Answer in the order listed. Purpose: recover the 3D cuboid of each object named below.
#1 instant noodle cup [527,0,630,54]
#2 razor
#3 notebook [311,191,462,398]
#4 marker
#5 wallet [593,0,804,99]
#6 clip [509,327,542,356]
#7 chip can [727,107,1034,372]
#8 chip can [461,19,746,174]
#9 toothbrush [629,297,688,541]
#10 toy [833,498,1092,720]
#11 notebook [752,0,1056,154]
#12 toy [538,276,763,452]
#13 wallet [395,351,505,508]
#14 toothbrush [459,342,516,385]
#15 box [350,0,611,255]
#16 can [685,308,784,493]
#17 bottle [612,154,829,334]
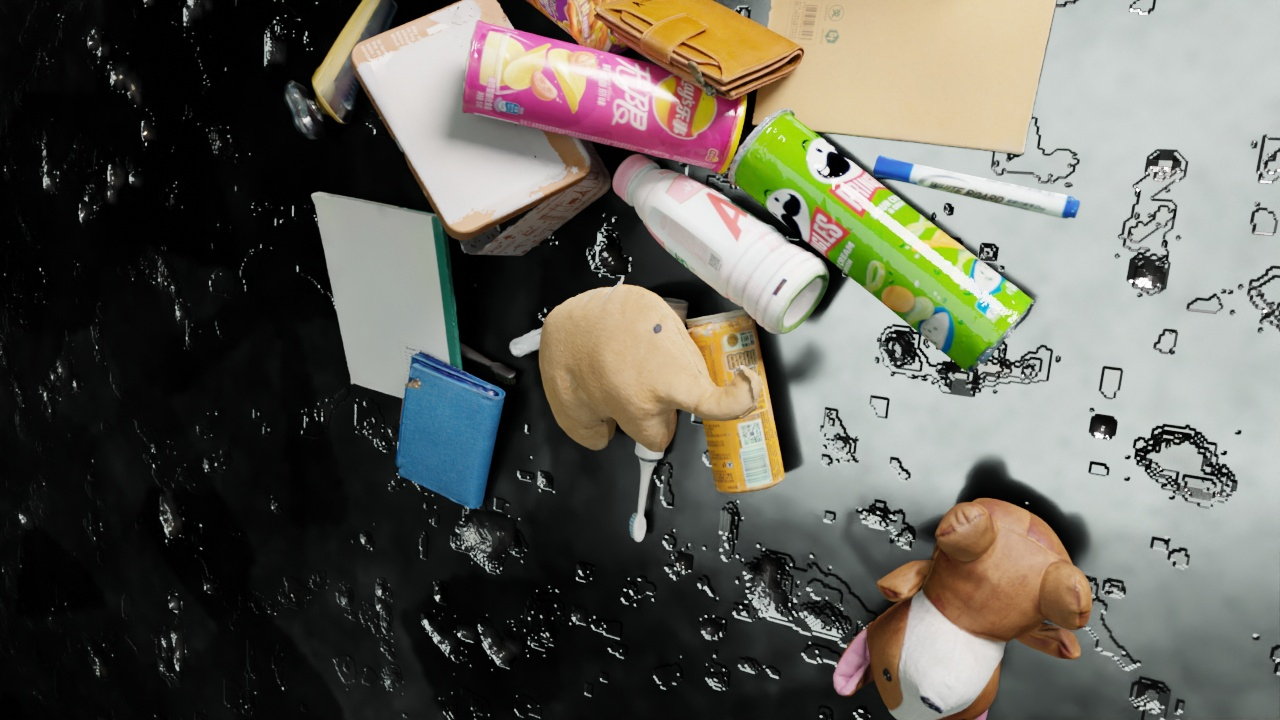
[{"bbox_3d":[-0.047,-0.319,0.744,0.099,0.111,0.112,38,111,26],"label":"instant noodle cup"},{"bbox_3d":[-0.289,-0.293,0.893,0.067,0.062,0.168,34,108,-13],"label":"razor"},{"bbox_3d":[-0.238,-0.051,0.882,0.150,0.012,0.209,14,123,23],"label":"notebook"},{"bbox_3d":[0.243,-0.127,0.672,0.146,0.016,0.017,19,104,23],"label":"marker"},{"bbox_3d":[0.040,-0.244,0.700,0.131,0.118,0.035,37,134,22],"label":"wallet"},{"bbox_3d":[-0.094,-0.020,0.850,0.057,0.028,0.024,-20,89,17],"label":"clip"},{"bbox_3d":[0.175,-0.090,0.681,0.236,0.072,0.072,42,112,15],"label":"chip can"},{"bbox_3d":[-0.028,-0.203,0.708,0.210,0.071,0.071,11,104,-9],"label":"chip can"},{"bbox_3d":[0.012,0.055,0.805,0.026,0.026,0.221,31,115,61],"label":"toothbrush"},{"bbox_3d":[0.233,0.201,0.670,0.140,0.130,0.200,34,120,12],"label":"toy"},{"bbox_3d":[0.193,-0.240,0.687,0.208,0.008,0.148,13,103,24],"label":"notebook"},{"bbox_3d":[-0.004,0.004,0.742,0.226,0.082,0.143,-5,108,51],"label":"toy"},{"bbox_3d":[-0.188,0.068,0.889,0.106,0.040,0.133,23,117,15],"label":"wallet"},{"bbox_3d":[-0.208,-0.026,0.904,0.213,0.026,0.027,26,140,20],"label":"toothbrush"},{"bbox_3d":[-0.137,-0.191,0.766,0.151,0.168,0.182,-34,81,27],"label":"box"},{"bbox_3d":[0.077,0.033,0.752,0.058,0.058,0.146,-10,92,27],"label":"can"},{"bbox_3d":[0.057,-0.101,0.736,0.197,0.068,0.068,41,112,25],"label":"bottle"}]
